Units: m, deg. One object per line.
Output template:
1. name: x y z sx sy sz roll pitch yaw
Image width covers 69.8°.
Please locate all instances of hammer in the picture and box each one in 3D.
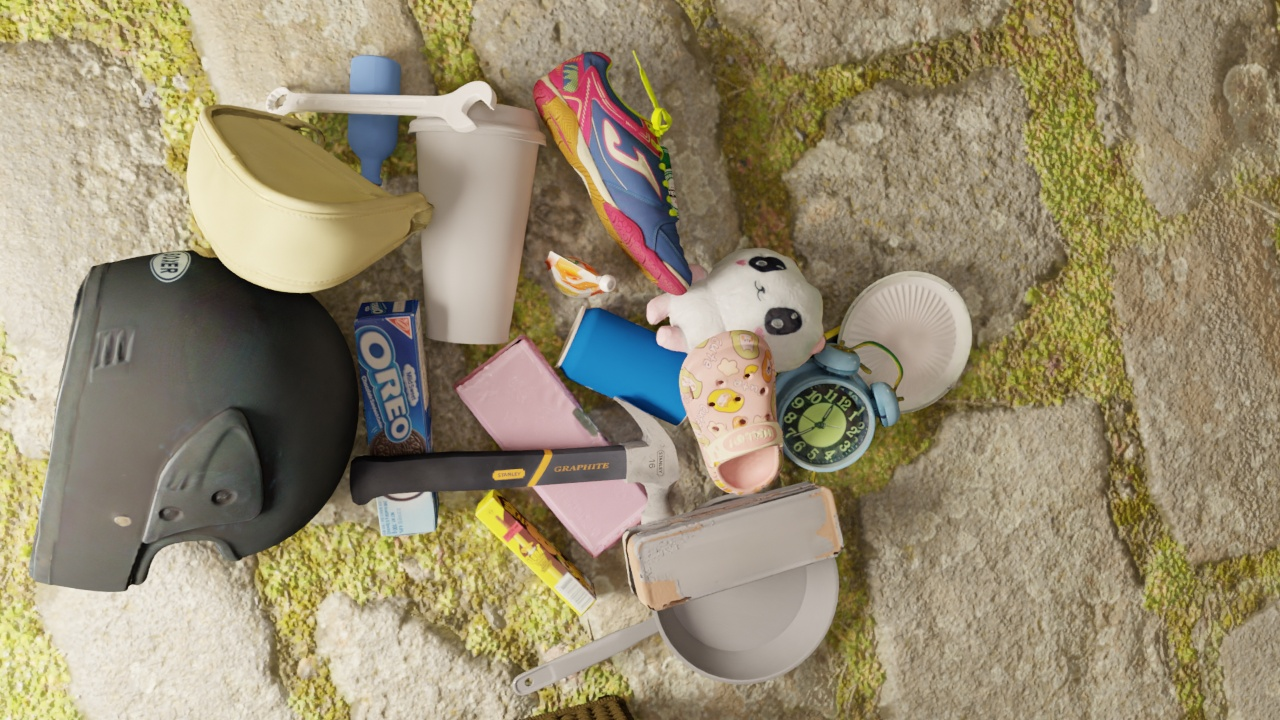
1. hammer: -0.115 0.110 0.880 0.312 0.035 0.139 -2 99 -16

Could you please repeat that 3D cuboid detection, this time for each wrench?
1. wrench: -0.249 -0.238 0.854 0.274 0.009 0.047 9 75 27

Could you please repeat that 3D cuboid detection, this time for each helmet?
1. helmet: -0.379 0.064 0.809 0.235 0.249 0.317 12 110 -29

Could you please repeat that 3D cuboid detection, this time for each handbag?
1. handbag: -0.306 -0.146 0.807 0.233 0.190 0.089 35 117 28

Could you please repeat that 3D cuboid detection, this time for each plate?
1. plate: 0.283 -0.019 0.988 0.157 0.014 0.157 -3 104 -12

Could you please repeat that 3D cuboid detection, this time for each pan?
1. pan: 0.036 0.265 0.956 0.356 0.051 0.201 -21 94 -7

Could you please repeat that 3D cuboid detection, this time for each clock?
1. clock: 0.200 0.047 0.954 0.118 0.060 0.162 38 102 -9

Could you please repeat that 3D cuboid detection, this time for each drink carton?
1. drink carton: -0.061 -0.085 0.901 0.069 0.122 0.039 28 87 -7

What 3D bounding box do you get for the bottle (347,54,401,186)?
1. bottle: -0.265 -0.231 0.909 0.048 0.048 0.131 3 91 -8

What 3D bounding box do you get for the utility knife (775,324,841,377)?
1. utility knife: 0.155 0.008 0.985 0.213 0.020 0.029 -27 92 -5

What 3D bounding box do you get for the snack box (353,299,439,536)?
1. snack box: -0.231 0.057 0.883 0.059 0.059 0.227 -3 110 -8

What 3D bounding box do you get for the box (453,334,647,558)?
1. box: -0.083 0.089 0.929 0.098 0.037 0.233 -38 106 -2

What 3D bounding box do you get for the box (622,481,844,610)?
1. box: 0.093 0.181 0.906 0.216 0.063 0.081 -12 94 -15

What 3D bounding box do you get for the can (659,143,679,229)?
1. can: 0.009 -0.172 0.944 0.053 0.053 0.101 -9 92 -7

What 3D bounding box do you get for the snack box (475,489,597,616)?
1. snack box: -0.105 0.193 0.931 0.025 0.061 0.149 -45 96 -4

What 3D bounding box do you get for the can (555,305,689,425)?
1. can: -0.006 0.005 0.932 0.146 0.079 0.079 24 88 -7

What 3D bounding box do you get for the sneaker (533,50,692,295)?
1. sneaker: -0.002 -0.177 0.866 0.091 0.116 0.242 -34 102 -10

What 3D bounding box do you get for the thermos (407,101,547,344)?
1. thermos: -0.162 -0.132 0.893 0.131 0.131 0.222 4 98 -8

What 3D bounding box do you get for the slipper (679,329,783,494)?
1. slipper: 0.095 0.066 0.878 0.093 0.081 0.197 -14 125 -1

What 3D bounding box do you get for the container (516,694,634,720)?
1. container: -0.057 0.494 0.869 0.176 0.205 0.321 -12 92 -7

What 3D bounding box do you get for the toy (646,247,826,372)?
1. toy: 0.096 -0.047 0.926 0.179 0.102 0.138 -6 66 -18
